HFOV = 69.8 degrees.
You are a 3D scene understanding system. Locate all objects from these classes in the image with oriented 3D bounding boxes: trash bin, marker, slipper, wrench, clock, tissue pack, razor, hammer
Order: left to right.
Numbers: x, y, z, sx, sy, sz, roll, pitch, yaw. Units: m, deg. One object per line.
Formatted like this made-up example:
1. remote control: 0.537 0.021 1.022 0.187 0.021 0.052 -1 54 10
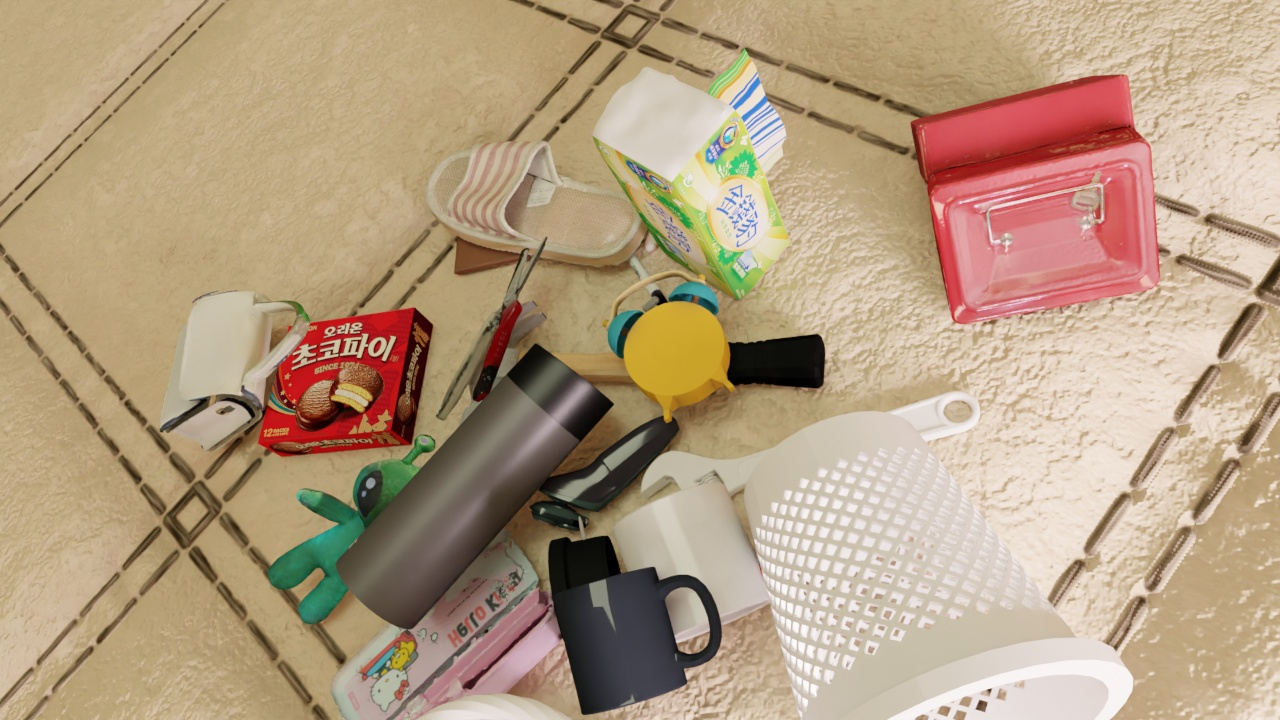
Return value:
1. slipper: -0.113 -0.164 0.921 0.263 0.052 0.115 20 71 27
2. clock: -0.036 0.187 0.692 0.042 0.091 0.120 -13 52 3
3. razor: -0.028 0.092 0.769 0.143 0.047 0.052 -39 80 -5
4. hammer: -0.005 0.005 0.809 0.329 0.039 0.131 -2 61 21
5. marker: -0.001 -0.087 0.873 0.011 0.011 0.152 -33 56 2
6. clock: 0.026 -0.017 0.763 0.099 0.044 0.129 -26 62 5
7. tissue pack: 0.067 -0.168 0.778 0.120 0.198 0.141 38 83 27
8. wrench: 0.131 0.075 0.728 0.273 0.018 0.066 -18 57 11
9. trash bin: 0.160 0.150 0.585 0.195 0.195 0.199 -25 47 7

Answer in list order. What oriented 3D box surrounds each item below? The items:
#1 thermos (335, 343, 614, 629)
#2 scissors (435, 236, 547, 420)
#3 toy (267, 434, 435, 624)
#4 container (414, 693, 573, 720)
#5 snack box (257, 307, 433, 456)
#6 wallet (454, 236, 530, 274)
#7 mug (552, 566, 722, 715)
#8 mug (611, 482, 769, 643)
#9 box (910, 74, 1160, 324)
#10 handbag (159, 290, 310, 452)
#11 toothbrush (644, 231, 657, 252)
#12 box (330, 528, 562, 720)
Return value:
1. thermos: -0.132 0.098 0.743 0.240 0.082 0.082 -48 56 -3
2. scissors: -0.131 -0.026 0.827 0.179 0.015 0.185 -51 25 10
3. toy: -0.238 0.148 0.809 0.193 0.072 0.130 -40 94 1
4. container: -0.061 0.319 0.567 0.189 0.187 0.189 -10 60 17
5. snack box: -0.292 0.022 0.915 0.152 0.036 0.132 -7 61 19
6. wallet: -0.154 -0.150 0.968 0.087 0.013 0.120 -11 59 16
7. mug: 0.001 0.177 0.598 0.105 0.071 0.077 -21 74 16
8. mug: 0.030 0.156 0.679 0.122 0.090 0.090 -45 60 46
9. box: 0.309 -0.148 0.740 0.157 0.157 0.169 -9 32 17
10. handbag: -0.408 -0.010 0.929 0.176 0.074 0.151 -28 49 22
11. toothbrush: 0.041 -0.184 0.906 0.016 0.018 0.181 14 70 28
12. box: -0.152 0.245 0.735 0.201 0.066 0.153 -42 29 -4
